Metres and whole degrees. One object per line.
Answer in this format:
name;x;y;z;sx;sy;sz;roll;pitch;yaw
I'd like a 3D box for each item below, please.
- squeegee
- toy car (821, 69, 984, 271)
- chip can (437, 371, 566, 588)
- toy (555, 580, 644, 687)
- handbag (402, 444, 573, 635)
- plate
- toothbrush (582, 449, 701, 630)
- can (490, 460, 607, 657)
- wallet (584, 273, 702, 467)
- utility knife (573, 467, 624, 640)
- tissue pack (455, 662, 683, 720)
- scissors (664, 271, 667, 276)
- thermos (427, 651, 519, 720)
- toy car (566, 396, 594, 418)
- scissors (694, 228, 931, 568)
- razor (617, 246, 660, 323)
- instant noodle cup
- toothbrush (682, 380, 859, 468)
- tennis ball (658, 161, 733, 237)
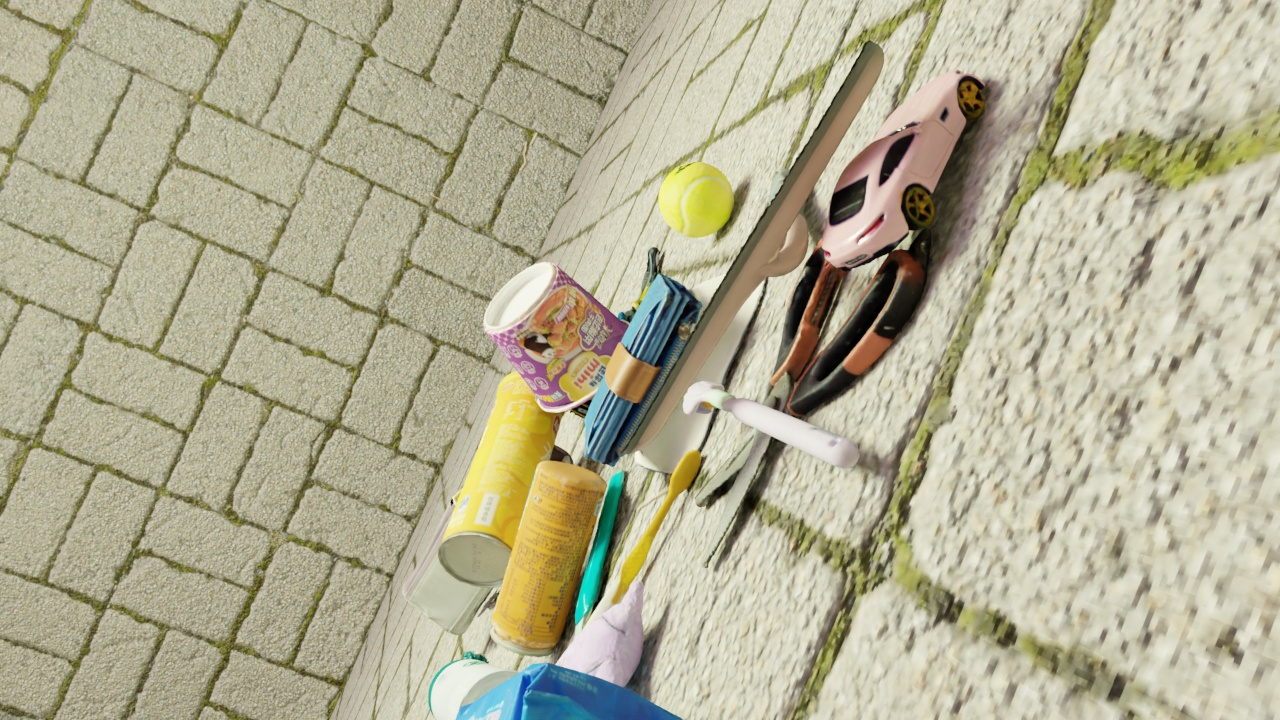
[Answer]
squeegee;0.086;-0.082;0.564;0.248;0.040;0.249;-61;0;27
toy car;0.124;-0.096;0.446;0.122;0.037;0.056;-59;17;-22
chip can;-0.120;0.101;0.838;0.072;0.072;0.212;-56;14;37
toy;-0.029;0.192;0.564;0.108;0.039;0.083;-51;14;46
handbag;-0.153;0.180;0.955;0.198;0.098;0.144;-54;0;43
plate;0.029;0.003;0.694;0.163;0.034;0.164;-67;14;-9
toothbrush;-0.009;0.142;0.616;0.191;0.016;0.018;-61;1;7
can;-0.074;0.156;0.730;0.058;0.058;0.146;-142;69;-77
wallet;-0.004;0.004;0.663;0.133;0.040;0.106;-64;9;10
utility knife;-0.036;0.167;0.700;0.029;0.013;0.222;-53;16;44
tissue pack;-0.042;0.204;0.475;0.158;0.095;0.052;-47;23;50
scissors;-0.004;0.001;0.803;0.162;0.012;0.173;55;-127;-83
thermos;-0.134;0.283;0.764;0.225;0.073;0.073;-36;32;66
toy car;-0.046;0.004;0.907;0.041;0.071;0.155;-58;14;35
scissors;0.085;0.010;0.497;0.226;0.015;0.189;-70;13;-15
razor;0.006;-0.073;0.959;0.142;0.022;0.043;-74;-29;-44
instant noodle cup;-0.077;-0.025;0.811;0.112;0.099;0.111;-29;34;21
toothbrush;0.062;0.032;0.476;0.029;0.021;0.189;-39;15;-9
tennis ball;0.049;-0.140;0.803;0.066;0.065;0.065;-60;14;25
